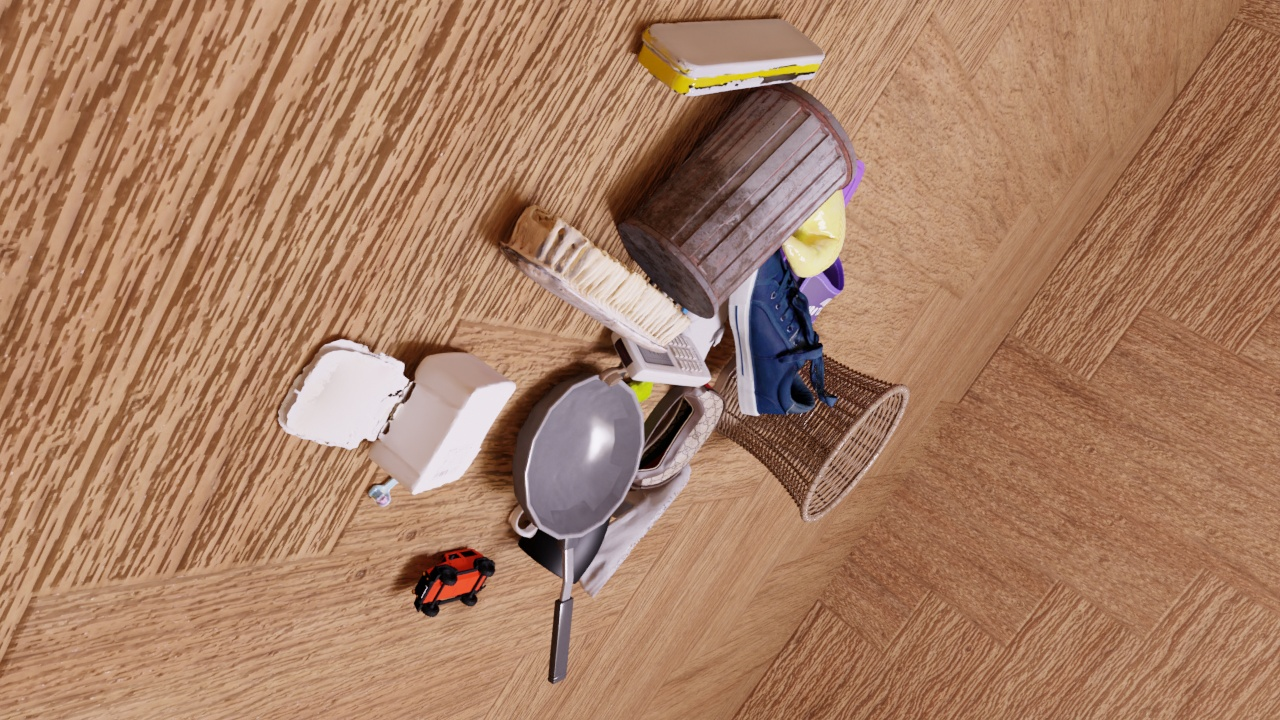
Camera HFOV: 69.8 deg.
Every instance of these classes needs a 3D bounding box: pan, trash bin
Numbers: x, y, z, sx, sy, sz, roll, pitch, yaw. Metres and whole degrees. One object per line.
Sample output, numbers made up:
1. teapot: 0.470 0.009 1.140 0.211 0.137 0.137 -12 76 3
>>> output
1. pan: -0.078 0.183 0.985 0.178 0.041 0.357 -9 111 -49
2. trash bin: 0.096 -0.156 0.861 0.211 0.131 0.131 -46 153 -9

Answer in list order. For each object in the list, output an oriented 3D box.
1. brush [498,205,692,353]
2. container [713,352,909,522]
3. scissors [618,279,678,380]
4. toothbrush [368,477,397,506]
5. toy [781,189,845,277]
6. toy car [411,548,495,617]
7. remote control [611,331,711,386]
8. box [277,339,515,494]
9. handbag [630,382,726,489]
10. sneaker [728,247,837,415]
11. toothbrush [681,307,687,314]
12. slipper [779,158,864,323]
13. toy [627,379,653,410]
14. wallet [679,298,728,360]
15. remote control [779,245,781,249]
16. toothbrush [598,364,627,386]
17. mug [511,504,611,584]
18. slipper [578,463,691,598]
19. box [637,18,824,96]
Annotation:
1. brush: -0.032 -0.064 0.821 0.056 0.083 0.271 -55 153 3
2. container: 0.225 0.076 1.280 0.226 0.196 0.227 -38 151 -26
3. scissors: 0.002 -0.038 0.992 0.169 0.012 0.132 -46 154 -4
4. toothbrush: -0.181 0.073 0.829 0.154 0.016 0.022 -43 115 -16
5. toy: 0.186 -0.177 1.009 0.154 0.065 0.170 -9 97 -59
6. toy car: -0.197 0.229 0.961 0.100 0.049 0.051 5 120 -59
7. remote control: 0.024 -0.003 0.987 0.025 0.060 0.138 -39 154 28
8. box: -0.182 0.045 0.728 0.111 0.083 0.190 -58 152 9
9. handbag: 0.030 0.092 1.141 0.167 0.063 0.138 -54 154 15
10. sneaker: 0.173 -0.040 1.075 0.120 0.127 0.295 -67 155 -42
11. toothbrush: 0.063 -0.095 1.020 0.016 0.014 0.167 1 118 -59
12. slipper: 0.220 -0.123 1.151 0.107 0.084 0.267 -10 132 -54
13. toy: -0.017 0.061 1.057 0.094 0.036 0.094 -34 144 -45
14. wallet: 0.069 -0.034 1.081 0.086 0.032 0.116 -8 129 -53
15. remote control: 0.185 -0.188 1.086 0.041 0.020 0.152 1 121 -57
16. toothbrush: -0.006 0.006 0.986 0.016 0.016 0.166 -53 169 20
17. mug: -0.092 0.186 1.059 0.119 0.085 0.100 39 82 -35
18. slipper: -0.013 0.204 1.192 0.112 0.074 0.246 -36 -176 46
19. box: 0.082 -0.260 0.782 0.208 0.064 0.033 -24 152 -44
